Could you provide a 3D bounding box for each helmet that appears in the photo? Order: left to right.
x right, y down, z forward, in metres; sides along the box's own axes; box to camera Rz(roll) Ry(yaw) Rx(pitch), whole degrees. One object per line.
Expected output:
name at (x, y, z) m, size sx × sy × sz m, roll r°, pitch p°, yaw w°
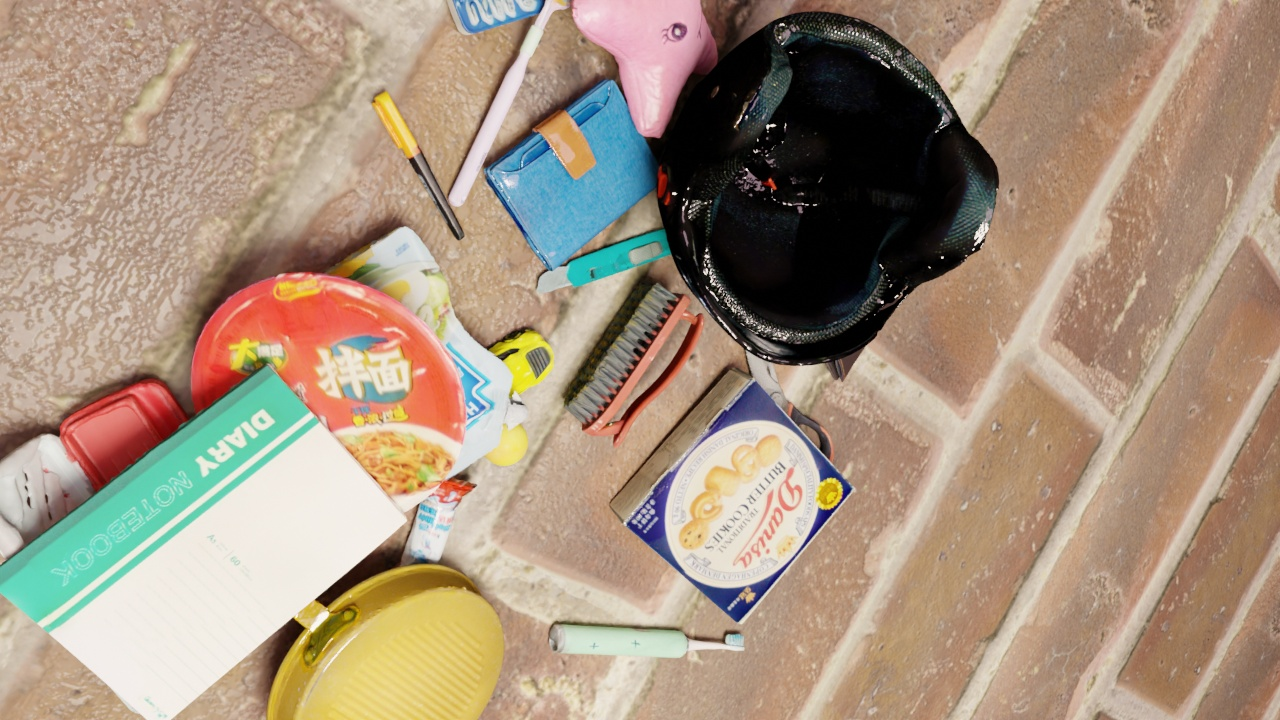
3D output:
helmet at (0.127, -0.135, 0.744) m, size 0.233 × 0.230 × 0.274 m, roll 21°, pitch 91°, yaw -17°

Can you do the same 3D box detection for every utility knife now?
utility knife at (-0.011, -0.091, 0.805) m, size 0.179 × 0.013 × 0.029 m, roll -22°, pitch 110°, yaw -22°

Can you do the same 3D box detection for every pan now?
pan at (-0.237, 0.204, 0.701) m, size 0.197 × 0.078 × 0.358 m, roll -47°, pitch 137°, yaw -19°

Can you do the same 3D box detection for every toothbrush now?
toothbrush at (-0.102, -0.204, 0.712) m, size 0.189 × 0.021 × 0.029 m, roll -61°, pitch 160°, yaw 8°
toothbrush at (0.014, 0.278, 0.902) m, size 0.224 × 0.027 × 0.027 m, roll 13°, pitch 74°, yaw -30°

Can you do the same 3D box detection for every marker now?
marker at (-0.168, -0.146, 0.704) m, size 0.015 × 0.018 × 0.124 m, roll -36°, pitch 117°, yaw -17°

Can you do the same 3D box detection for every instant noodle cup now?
instant noodle cup at (-0.216, 0.020, 0.663) m, size 0.194 × 0.065 × 0.194 m, roll 1°, pitch 114°, yaw 1°

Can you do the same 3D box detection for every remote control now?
remote control at (-0.091, -0.290, 0.706) m, size 0.124 × 0.024 × 0.049 m, roll -27°, pitch 114°, yaw -24°

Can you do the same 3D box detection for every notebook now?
notebook at (-0.284, 0.123, 0.611) m, size 0.209 × 0.012 × 0.150 m, roll -41°, pitch 112°, yaw -14°

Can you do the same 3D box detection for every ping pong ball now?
ping pong ball at (-0.115, 0.069, 0.773) m, size 0.040 × 0.040 × 0.040 m, roll -7°, pitch 105°, yaw -27°

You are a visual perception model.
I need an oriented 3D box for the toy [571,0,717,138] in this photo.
toy at (0.002, -0.273, 0.720) m, size 0.178 × 0.075 × 0.195 m, roll -35°, pitch 123°, yaw -44°

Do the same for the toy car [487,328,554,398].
toy car at (-0.119, 0.016, 0.763) m, size 0.105 × 0.032 × 0.048 m, roll -33°, pitch 116°, yaw -16°

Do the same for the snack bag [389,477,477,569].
snack bag at (-0.175, 0.142, 0.768) m, size 0.048 × 0.026 × 0.104 m, roll 22°, pitch 92°, yaw -22°

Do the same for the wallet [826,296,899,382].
wallet at (0.225, -0.044, 0.916) m, size 0.122 × 0.020 × 0.096 m, roll -55°, pitch 153°, yaw -7°

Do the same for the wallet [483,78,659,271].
wallet at (-0.051, -0.153, 0.756) m, size 0.133 × 0.040 × 0.106 m, roll -41°, pitch 122°, yaw -15°

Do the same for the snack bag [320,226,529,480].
snack bag at (-0.173, 0.001, 0.713) m, size 0.110 × 0.039 × 0.191 m, roll -34°, pitch 110°, yaw -9°

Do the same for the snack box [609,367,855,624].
snack box at (0.093, 0.132, 0.886) m, size 0.178 × 0.046 × 0.182 m, roll -48°, pitch 115°, yaw -5°

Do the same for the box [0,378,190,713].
box at (-0.352, 0.128, 0.647) m, size 0.154 × 0.074 × 0.201 m, roll -42°, pitch 121°, yaw -38°

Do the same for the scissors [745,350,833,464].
scissors at (0.148, 0.047, 0.924) m, size 0.191 × 0.015 × 0.207 m, roll 13°, pitch 96°, yaw -29°

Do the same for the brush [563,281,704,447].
brush at (-0.005, 0.005, 0.803) m, size 0.069 × 0.063 × 0.145 m, roll 35°, pitch 86°, yaw -17°
